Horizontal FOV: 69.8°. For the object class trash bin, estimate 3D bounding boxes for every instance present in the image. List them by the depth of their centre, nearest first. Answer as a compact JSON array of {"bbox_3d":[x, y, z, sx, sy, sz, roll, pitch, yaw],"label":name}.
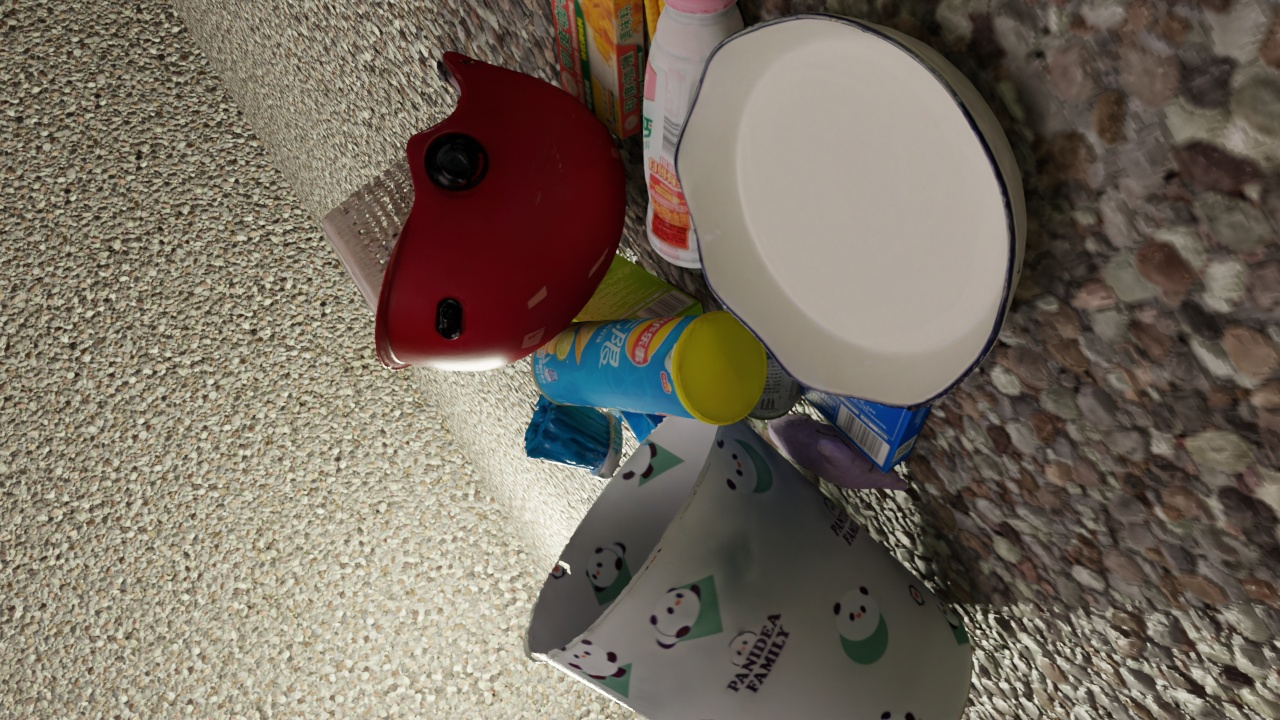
[{"bbox_3d":[0.082,0.186,0.671,0.252,0.229,0.230,38,164,-9],"label":"trash bin"},{"bbox_3d":[-0.215,-0.129,0.972,0.227,0.192,0.228,53,165,20],"label":"trash bin"}]

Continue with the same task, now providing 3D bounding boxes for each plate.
[{"bbox_3d":[0.103,-0.075,0.469,0.205,0.045,0.205,36,142,34],"label":"plate"}]

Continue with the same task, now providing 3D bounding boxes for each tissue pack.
[{"bbox_3d":[0.007,0.032,0.854,0.095,0.052,0.157,59,-170,-5],"label":"tissue pack"}]

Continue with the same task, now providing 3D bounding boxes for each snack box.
[{"bbox_3d":[0.145,0.001,0.573,0.084,0.026,0.157,46,159,27],"label":"snack box"},{"bbox_3d":[-0.029,-0.232,0.621,0.077,0.027,0.156,46,159,28],"label":"snack box"},{"bbox_3d":[-0.025,-0.050,0.810,0.156,0.085,0.026,34,151,42],"label":"snack box"}]

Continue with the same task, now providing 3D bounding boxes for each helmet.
[{"bbox_3d":[-0.088,-0.092,0.664,0.144,0.239,0.207,12,154,2],"label":"helmet"}]

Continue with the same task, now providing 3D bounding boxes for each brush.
[{"bbox_3d":[-0.051,0.057,0.885,0.109,0.060,0.314,25,-174,-10],"label":"brush"}]

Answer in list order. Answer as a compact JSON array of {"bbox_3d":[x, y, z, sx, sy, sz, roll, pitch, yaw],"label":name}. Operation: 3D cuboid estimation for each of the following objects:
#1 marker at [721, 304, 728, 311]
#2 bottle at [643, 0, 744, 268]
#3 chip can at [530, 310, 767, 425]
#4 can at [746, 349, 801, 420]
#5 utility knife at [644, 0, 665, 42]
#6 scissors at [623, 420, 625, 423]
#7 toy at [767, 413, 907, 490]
[{"bbox_3d":[0.074,-0.032,0.703,0.018,0.022,0.131,-15,111,32],"label":"marker"},{"bbox_3d":[0.035,-0.146,0.552,0.068,0.068,0.197,45,154,32],"label":"bottle"},{"bbox_3d":[-0.004,0.004,0.653,0.211,0.071,0.071,1,123,58],"label":"chip can"},{"bbox_3d":[0.089,-0.018,0.630,0.058,0.058,0.147,47,159,28],"label":"can"},{"bbox_3d":[0.021,-0.181,0.600,0.033,0.015,0.220,45,158,39],"label":"utility knife"},{"bbox_3d":[0.007,0.071,1.051,0.226,0.015,0.189,43,157,33],"label":"scissors"},{"bbox_3d":[0.132,0.064,0.673,0.084,0.039,0.108,28,-179,-28],"label":"toy"}]
